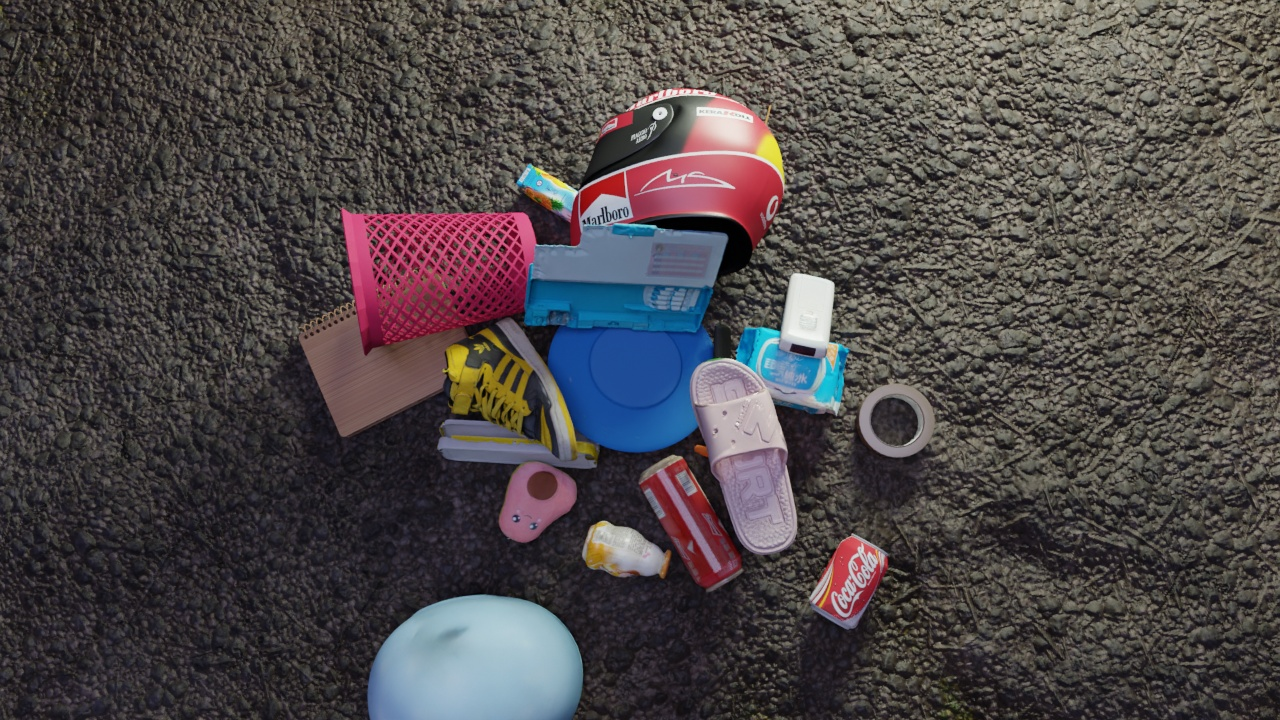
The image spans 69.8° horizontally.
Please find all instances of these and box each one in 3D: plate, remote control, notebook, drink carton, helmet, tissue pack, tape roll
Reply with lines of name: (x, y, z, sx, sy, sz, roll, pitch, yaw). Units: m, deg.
plate: (-0.007, 0.007, 1.186, 0.224, 0.024, 0.224, 2, 71, -7)
remote control: (0.214, -0.059, 1.171, 0.060, 0.025, 0.138, 13, 47, 4)
notebook: (-0.344, -0.016, 1.252, 0.210, 0.022, 0.169, -26, 81, 1)
remote control: (0.110, 0.028, 1.193, 0.020, 0.041, 0.151, -6, 80, 29)
drink carton: (-0.106, -0.218, 1.250, 0.129, 0.044, 0.038, 32, 86, 11)
helmet: (0.043, -0.226, 1.156, 0.271, 0.198, 0.224, -8, 65, 14)
tissue pack: (0.191, 0.014, 1.178, 0.144, 0.062, 0.092, 12, 81, 6)
helmet: (-0.202, 0.394, 1.110, 0.265, 0.167, 0.225, -14, 71, -6)
tape roll: (0.325, 0.078, 1.172, 0.094, 0.030, 0.093, -1, 82, 5)

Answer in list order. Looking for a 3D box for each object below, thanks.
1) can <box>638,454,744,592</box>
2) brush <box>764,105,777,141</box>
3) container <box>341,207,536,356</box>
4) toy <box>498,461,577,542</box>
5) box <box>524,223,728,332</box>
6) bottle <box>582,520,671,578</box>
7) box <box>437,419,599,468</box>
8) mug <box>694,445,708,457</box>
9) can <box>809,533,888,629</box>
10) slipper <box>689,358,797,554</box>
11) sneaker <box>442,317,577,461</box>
can: (0.064, 0.205, 1.159, 0.067, 0.067, 0.170, -31, 80, 0)
brush: (0.160, -0.286, 1.248, 0.048, 0.017, 0.126, 14, 83, 7)
container: (-0.251, -0.114, 1.172, 0.225, 0.183, 0.183, -9, 80, -16)
toy: (-0.137, 0.186, 1.186, 0.090, 0.051, 0.110, 28, 97, -16)
box: (-0.021, -0.101, 1.111, 0.226, 0.182, 0.039, 2, 53, -11)
bottle: (-0.016, 0.244, 1.163, 0.109, 0.063, 0.063, 15, 83, 7)
box: (-0.158, 0.108, 1.197, 0.210, 0.066, 0.044, 2, 63, 5)
mug: (0.121, 0.130, 1.150, 0.112, 0.096, 0.077, 18, 83, 8)
can: (0.258, 0.272, 1.133, 0.064, 0.064, 0.104, 30, 85, 9)
slipper: (0.125, 0.108, 1.071, 0.094, 0.064, 0.239, -16, 82, 3)
sneaker: (-0.173, 0.048, 1.148, 0.122, 0.086, 0.238, -22, 49, -16)
